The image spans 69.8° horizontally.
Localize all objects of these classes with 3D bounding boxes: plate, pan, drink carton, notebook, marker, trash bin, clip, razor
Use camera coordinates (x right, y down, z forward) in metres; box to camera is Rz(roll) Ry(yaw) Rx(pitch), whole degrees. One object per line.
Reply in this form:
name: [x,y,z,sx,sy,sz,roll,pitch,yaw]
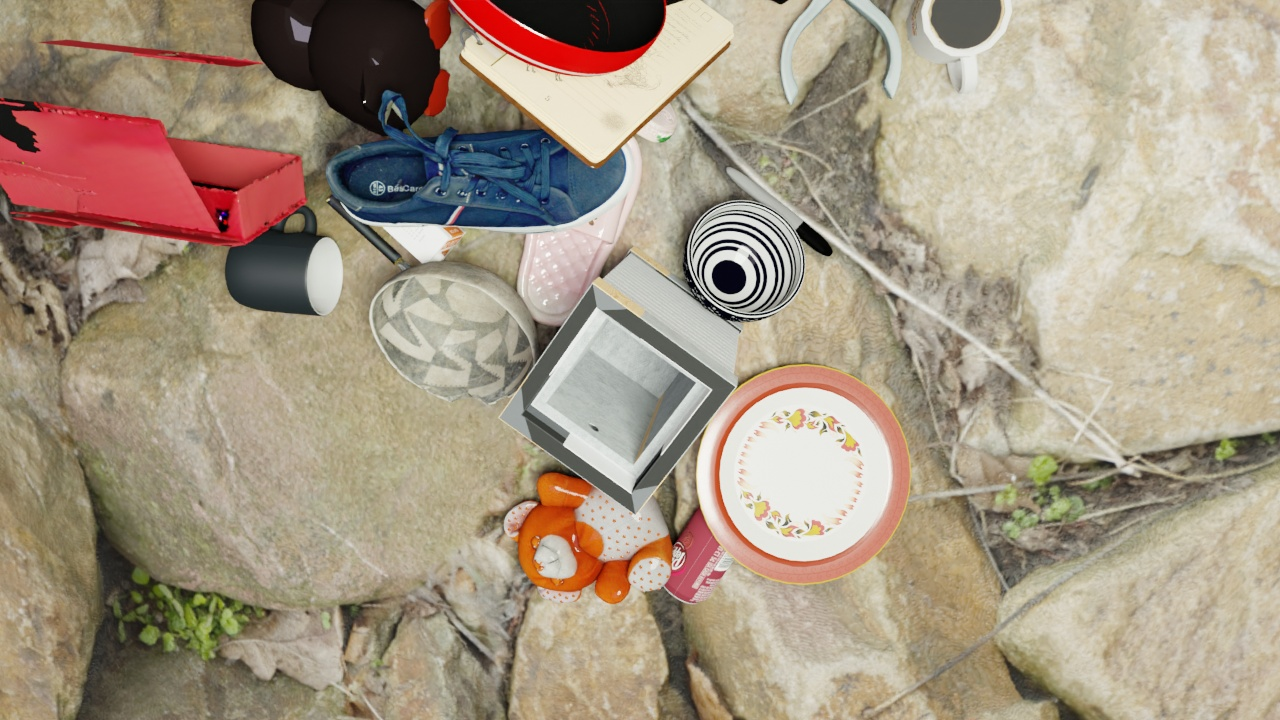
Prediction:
plate: [0.170,0.119,0.966,0.229,0.021,0.229,0,89,-6]
pan: [-0.016,-0.328,0.802,0.067,0.355,0.208,-46,57,48]
drink carton: [-0.244,-0.154,0.960,0.122,0.058,0.040,43,105,-4]
notebook: [-0.036,-0.291,0.831,0.167,0.224,0.024,40,151,3]
marker: [0.140,-0.150,0.927,0.138,0.022,0.016,39,111,-4]
trash bin: [-0.005,0.005,0.869,0.142,0.246,0.143,36,106,-2]
clip: [0.162,-0.316,0.879,0.159,0.030,0.174,-18,100,11]
razor: [-0.285,-0.126,0.995,0.144,0.022,0.043,48,145,-1]

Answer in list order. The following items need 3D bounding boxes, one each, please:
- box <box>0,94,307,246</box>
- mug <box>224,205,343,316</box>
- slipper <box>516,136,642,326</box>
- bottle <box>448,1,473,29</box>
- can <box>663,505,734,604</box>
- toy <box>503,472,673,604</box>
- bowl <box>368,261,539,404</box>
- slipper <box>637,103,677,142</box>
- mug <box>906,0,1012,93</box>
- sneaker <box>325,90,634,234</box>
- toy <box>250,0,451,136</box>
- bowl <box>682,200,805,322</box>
box: [-0.482,-0.165,0.859,0.211,0.318,0.121,10,96,7]
mug: [-0.379,-0.111,0.985,0.094,0.085,0.121,5,77,6]
slipper: [-0.072,-0.140,0.942,0.107,0.055,0.222,21,106,4]
bottle: [-0.206,-0.390,0.896,0.060,0.059,0.166,-42,99,15]
can: [0.072,0.206,1.005,0.063,0.063,0.114,30,106,0]
toy: [-0.062,0.193,1.006,0.173,0.092,0.164,-27,92,16]
bowl: [-0.184,-0.042,0.959,0.178,0.081,0.179,8,136,8]
slipper: [-0.073,-0.280,0.883,0.239,0.094,0.065,41,122,1]
mug: [0.289,-0.296,0.833,0.073,0.089,0.105,-10,103,10]
sneaker: [-0.153,-0.181,0.858,0.294,0.127,0.120,-3,92,1]
toy: [-0.297,-0.301,0.888,0.184,0.139,0.159,21,132,10]
bowl: [0.097,-0.092,0.918,0.120,0.066,0.120,3,76,-12]
